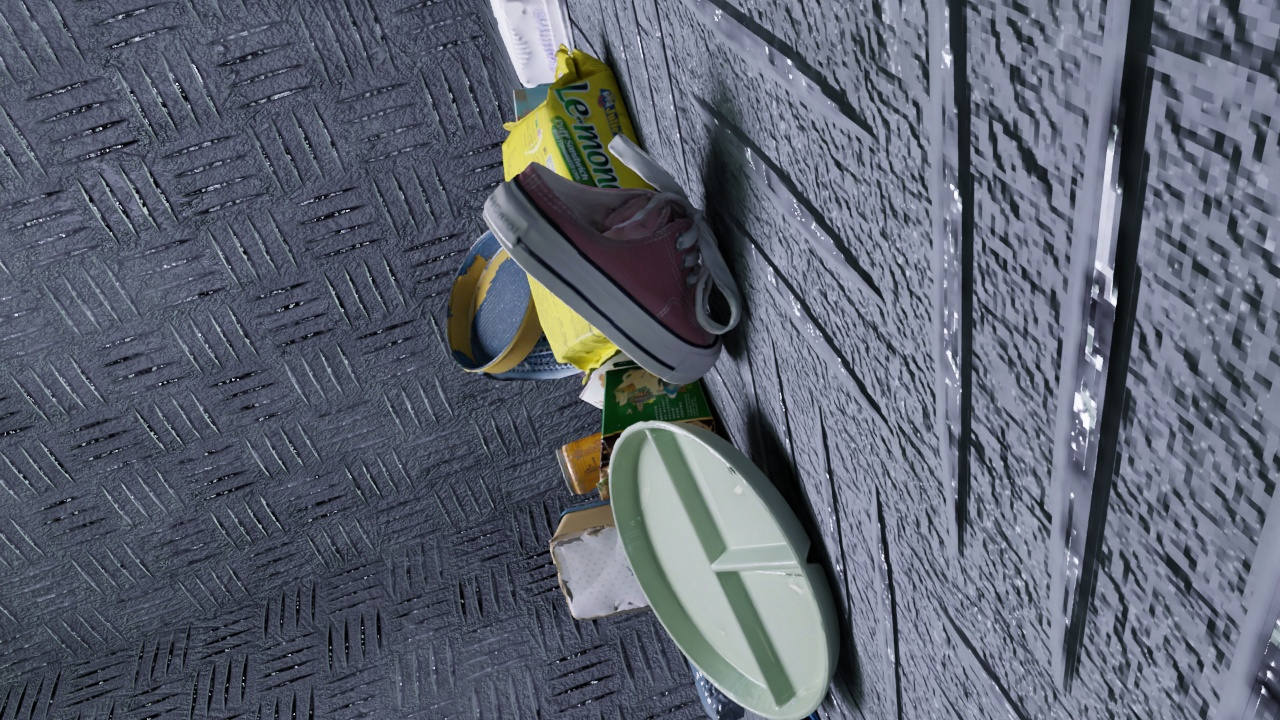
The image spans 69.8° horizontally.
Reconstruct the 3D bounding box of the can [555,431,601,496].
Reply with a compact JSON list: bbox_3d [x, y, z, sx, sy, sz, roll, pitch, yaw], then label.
[{"bbox_3d":[-0.016,0.099,1.011,0.058,0.146,0.058,159,92,-86],"label":"can"}]

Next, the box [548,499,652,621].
[{"bbox_3d":[0.006,0.162,0.783,0.062,0.184,0.090,-57,-46,-69],"label":"box"}]

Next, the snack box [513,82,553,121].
[{"bbox_3d":[-0.074,-0.172,0.870,0.052,0.074,0.174,114,149,-83],"label":"snack box"}]

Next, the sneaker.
[{"bbox_3d":[0.006,-0.058,0.551,0.118,0.088,0.241,55,-168,31],"label":"sneaker"}]

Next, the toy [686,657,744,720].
[{"bbox_3d":[0.064,0.230,0.905,0.356,0.091,0.138,-22,-89,-85],"label":"toy"}]

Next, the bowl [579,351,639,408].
[{"bbox_3d":[-0.005,0.005,0.907,0.062,0.113,0.113,34,174,-1],"label":"bowl"}]

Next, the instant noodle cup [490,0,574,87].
[{"bbox_3d":[-0.115,-0.354,0.924,0.138,0.060,0.173,79,170,-55],"label":"instant noodle cup"}]

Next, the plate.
[{"bbox_3d":[0.054,0.144,0.648,0.230,0.027,0.231,38,140,40],"label":"plate"}]

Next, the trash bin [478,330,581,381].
[{"bbox_3d":[-0.124,-0.084,1.301,0.227,0.226,0.195,104,159,-81],"label":"trash bin"}]

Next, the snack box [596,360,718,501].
[{"bbox_3d":[0.017,0.065,0.825,0.118,0.118,0.105,80,-178,-61],"label":"snack box"}]

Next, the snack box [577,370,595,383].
[{"bbox_3d":[-0.020,0.045,1.166,0.113,0.053,0.125,47,180,-11],"label":"snack box"}]

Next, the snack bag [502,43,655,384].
[{"bbox_3d":[-0.050,-0.113,0.756,0.158,0.068,0.246,-26,80,60],"label":"snack bag"}]

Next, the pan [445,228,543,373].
[{"bbox_3d":[-0.150,-0.135,1.143,0.078,0.358,0.197,16,-143,-41],"label":"pan"}]

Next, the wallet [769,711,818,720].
[{"bbox_3d":[0.131,0.316,0.861,0.133,0.040,0.106,81,165,-53],"label":"wallet"}]
